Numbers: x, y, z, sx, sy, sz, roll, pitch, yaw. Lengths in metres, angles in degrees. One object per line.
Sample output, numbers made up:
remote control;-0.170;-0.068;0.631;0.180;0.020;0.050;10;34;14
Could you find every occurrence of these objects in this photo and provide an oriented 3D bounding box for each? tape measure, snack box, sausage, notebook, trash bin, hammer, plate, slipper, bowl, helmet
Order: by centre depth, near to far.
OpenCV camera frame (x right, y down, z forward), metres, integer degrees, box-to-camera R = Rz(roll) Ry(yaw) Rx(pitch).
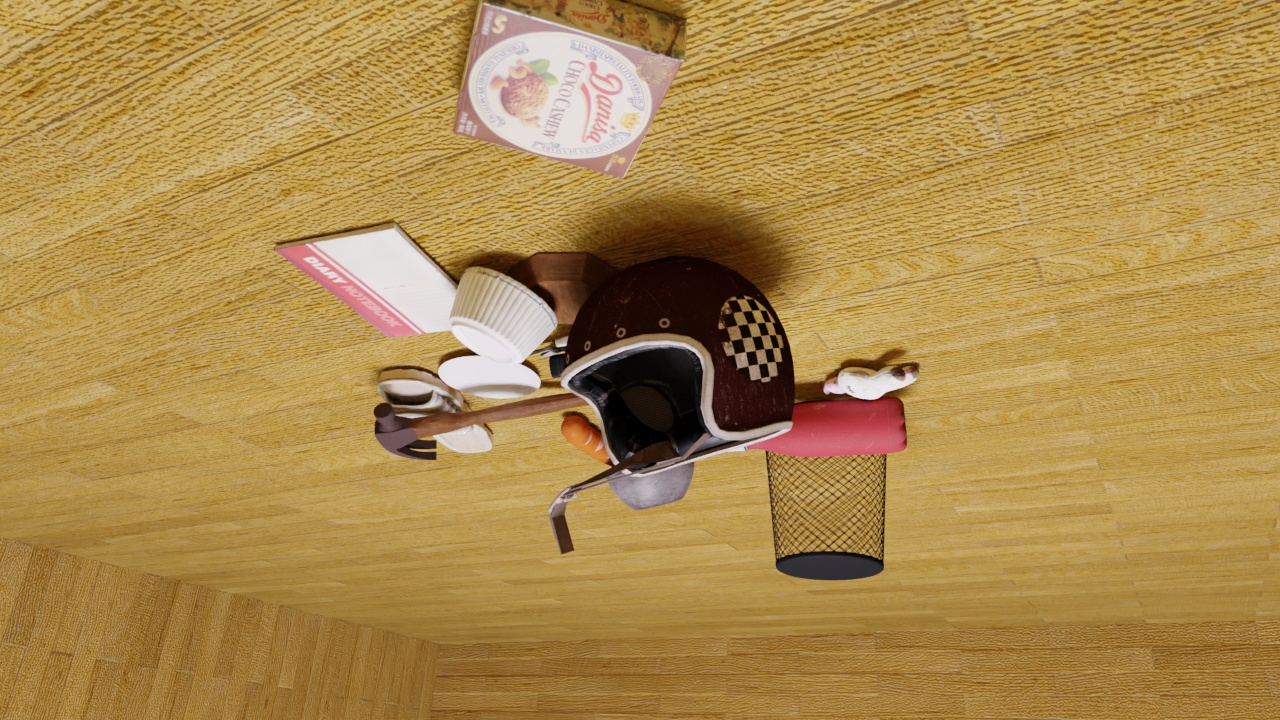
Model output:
snack box;-0.057;-0.209;0.685;0.147;0.041;0.143;11;153;-15
helmet;0.032;0.027;0.921;0.233;0.253;0.234;-10;169;-33
bowl;-0.154;-0.041;0.984;0.115;0.062;0.115;24;159;9
plate;-0.077;-0.073;0.994;0.131;0.025;0.131;3;155;1
notebook;-0.276;-0.081;1.019;0.153;0.012;0.209;-6;153;20
tape measure;-0.080;0.006;1.116;0.061;0.034;0.061;-9;178;41
plate;-0.200;0.019;1.221;0.134;0.011;0.135;3;155;1
hammer;-0.199;0.074;1.247;0.323;0.033;0.115;-11;143;3
trash bin;0.262;0.189;1.287;0.184;0.209;0.184;3;155;1
slipper;-0.293;0.086;1.335;0.114;0.054;0.273;2;155;15
sausage;-0.070;0.125;1.396;0.044;0.039;0.164;-16;149;24
bowl;0.021;0.191;1.426;0.145;0.067;0.145;-13;175;-1

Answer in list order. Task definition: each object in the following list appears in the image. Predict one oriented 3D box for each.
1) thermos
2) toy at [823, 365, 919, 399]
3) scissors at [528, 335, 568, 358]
thermos;0.223;0.091;1.202;0.240;0.073;0.073;-5;154;14
toy;0.284;0.028;1.147;0.123;0.038;0.079;-14;162;42
scissors;-0.065;-0.025;1.087;0.187;0.015;0.179;-9;174;-1
